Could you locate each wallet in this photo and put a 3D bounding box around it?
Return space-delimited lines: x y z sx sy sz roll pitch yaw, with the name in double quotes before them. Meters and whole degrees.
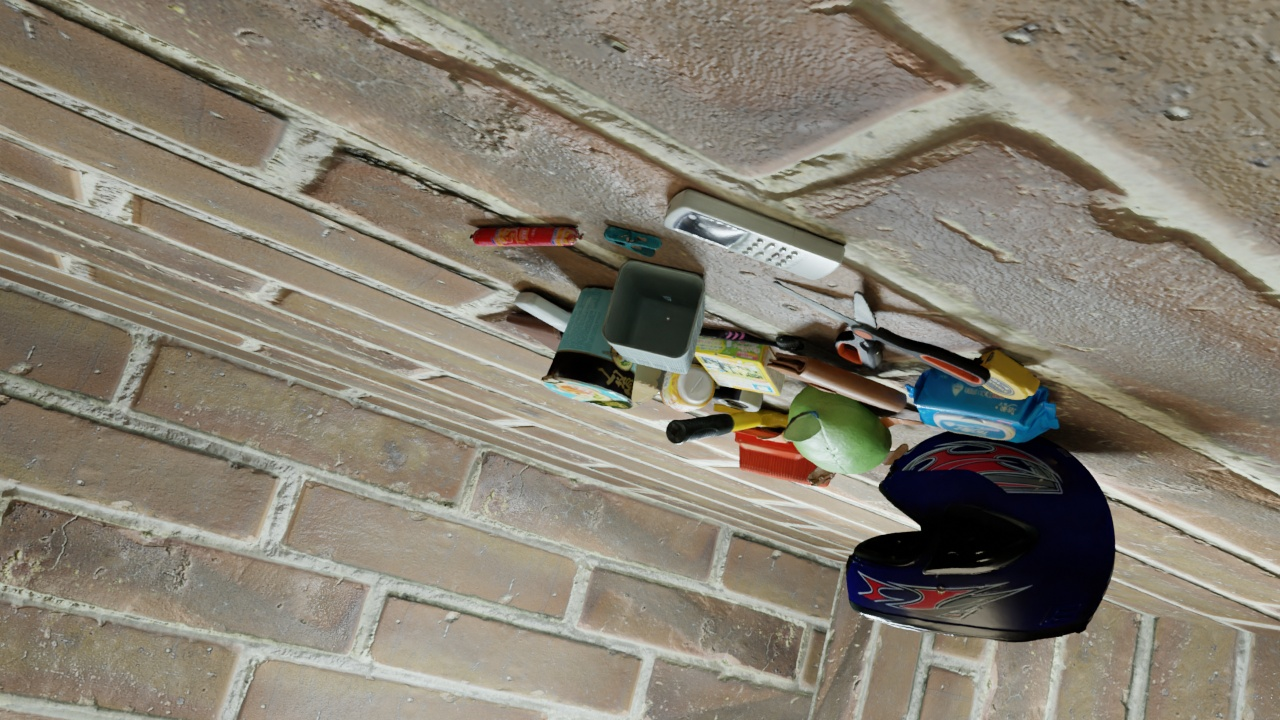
"wallet" -0.112 -0.029 1.266 0.101 0.032 0.124 15 166 40
"wallet" 0.222 0.022 1.048 0.131 0.031 0.108 20 180 -16

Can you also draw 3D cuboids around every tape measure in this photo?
"tape measure" 0.140 0.048 1.290 0.066 0.033 0.065 7 166 42
"tape measure" 0.360 0.013 0.907 0.060 0.029 0.057 33 170 0

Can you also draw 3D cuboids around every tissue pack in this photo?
"tissue pack" 0.371 0.052 1.000 0.157 0.052 0.095 9 165 26

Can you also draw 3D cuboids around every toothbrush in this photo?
"toothbrush" 0.099 -0.031 1.067 0.189 0.014 0.018 9 155 27

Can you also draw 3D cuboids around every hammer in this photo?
"hammer" 0.118 0.088 1.283 0.129 0.033 0.300 6 -177 29

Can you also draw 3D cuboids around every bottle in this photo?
"bottle" 0.061 0.041 1.290 0.063 0.063 0.108 19 166 -13

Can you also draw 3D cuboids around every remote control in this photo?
"remote control" -0.095 -0.049 1.164 0.136 0.020 0.056 30 171 -25
"remote control" 0.094 -0.103 0.767 0.150 0.021 0.058 18 166 -10

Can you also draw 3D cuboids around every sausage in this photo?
"sausage" -0.118 -0.125 0.924 0.156 0.020 0.020 5 163 37

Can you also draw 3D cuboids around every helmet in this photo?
"helmet" 0.411 0.202 1.138 0.316 0.240 0.246 -3 178 29

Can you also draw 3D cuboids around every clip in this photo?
"clip" -0.008 -0.112 0.862 0.054 0.013 0.034 16 166 -11

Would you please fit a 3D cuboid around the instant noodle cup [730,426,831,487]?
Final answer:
"instant noodle cup" 0.233 0.150 1.449 0.165 0.079 0.188 9 175 36

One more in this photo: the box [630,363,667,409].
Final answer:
"box" -0.007 0.007 1.181 0.061 0.089 0.184 19 164 -8

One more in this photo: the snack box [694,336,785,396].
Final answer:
"snack box" 0.124 0.004 1.138 0.087 0.033 0.140 10 167 23

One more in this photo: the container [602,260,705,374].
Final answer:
"container" 0.019 -0.039 0.966 0.090 0.090 0.111 14 169 10

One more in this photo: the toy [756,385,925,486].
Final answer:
"toy" 0.267 0.100 1.231 0.227 0.089 0.247 -12 149 22

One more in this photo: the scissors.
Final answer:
"scissors" 0.233 -0.025 0.899 0.234 0.021 0.221 24 171 5

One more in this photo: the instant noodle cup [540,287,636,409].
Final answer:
"instant noodle cup" -0.047 -0.017 1.059 0.111 0.120 0.111 14 168 3
